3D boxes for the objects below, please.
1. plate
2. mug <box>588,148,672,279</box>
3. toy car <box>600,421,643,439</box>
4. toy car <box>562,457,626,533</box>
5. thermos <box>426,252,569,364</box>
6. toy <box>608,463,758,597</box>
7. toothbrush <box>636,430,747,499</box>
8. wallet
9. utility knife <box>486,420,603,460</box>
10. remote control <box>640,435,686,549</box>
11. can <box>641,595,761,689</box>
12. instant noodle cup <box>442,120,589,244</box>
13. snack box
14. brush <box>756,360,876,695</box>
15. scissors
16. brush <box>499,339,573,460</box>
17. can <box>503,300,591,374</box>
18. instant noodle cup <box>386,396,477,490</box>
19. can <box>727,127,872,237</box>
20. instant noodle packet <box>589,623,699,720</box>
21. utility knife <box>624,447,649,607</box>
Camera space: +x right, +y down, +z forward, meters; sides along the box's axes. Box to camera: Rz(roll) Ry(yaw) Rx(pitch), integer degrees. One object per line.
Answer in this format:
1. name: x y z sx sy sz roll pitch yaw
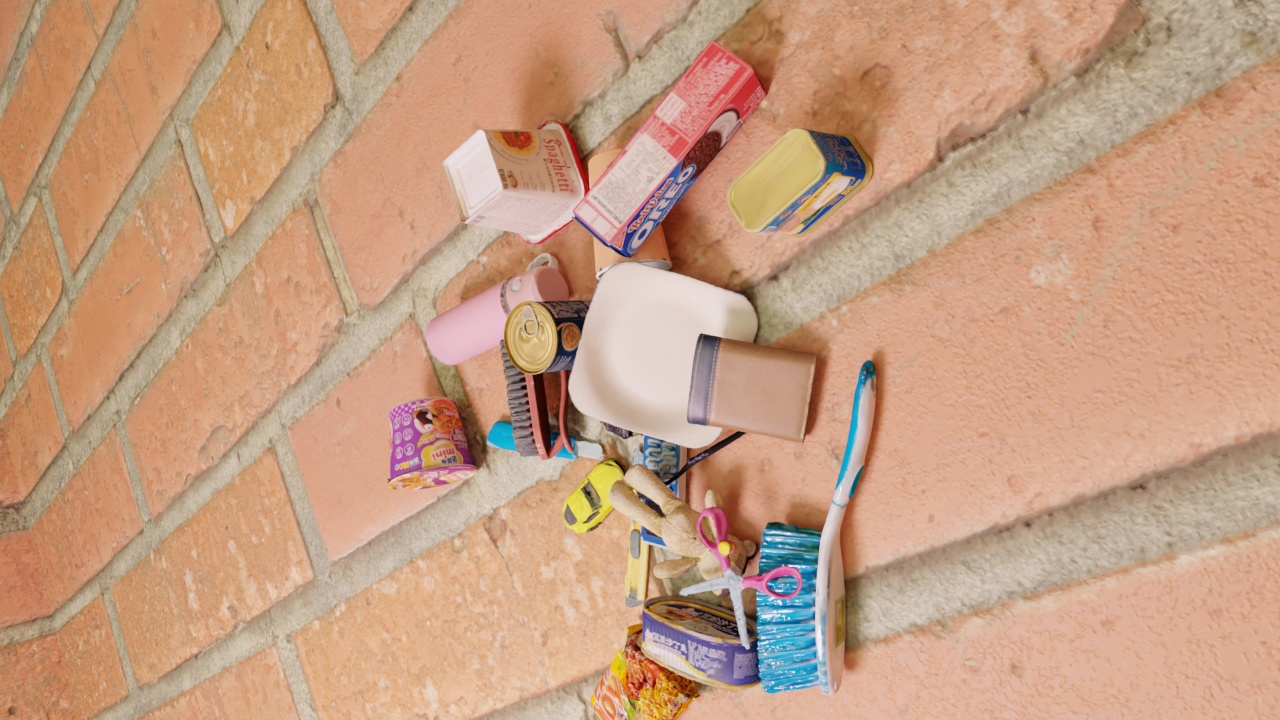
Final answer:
1. plate: 0.021 -0.007 0.907 0.164 0.034 0.164 18 100 -1
2. mug: -0.016 -0.149 0.938 0.078 0.078 0.122 -16 80 40
3. toy car: -0.006 0.006 0.964 0.070 0.042 0.158 24 107 34
4. toy car: -0.053 0.153 1.027 0.105 0.032 0.048 -48 65 31
5. thermos: -0.168 -0.062 1.081 0.199 0.067 0.087 -23 51 39
6. toy: 0.039 0.165 0.912 0.157 0.066 0.105 37 82 6
7. toothbrush: 0.066 0.090 0.912 0.189 0.014 0.017 -35 104 25
8. wallet: 0.104 0.026 0.861 0.115 0.033 0.090 10 104 17
9. utility knife: -0.113 0.097 1.079 0.182 0.018 0.034 6 82 38
10. remote control: 0.026 0.137 0.965 0.049 0.024 0.125 8 99 39
11. can: 0.060 0.279 0.917 0.148 0.074 0.049 5 97 50
12. instant noodle cup: -0.136 -0.195 0.995 0.117 0.124 0.116 -27 78 38
13. snack box: 0.026 -0.194 0.859 0.058 0.057 0.207 44 99 21
14. brush: 0.163 0.156 0.840 0.110 0.060 0.314 1 93 34
15. scissors: 0.089 0.200 0.850 0.134 0.017 0.133 -16 81 32
16. brush: -0.114 0.040 1.042 0.069 0.063 0.145 -10 81 5
17. can: -0.080 -0.027 0.978 0.075 0.111 0.075 4 97 38
18. instant noodle cup: -0.268 0.103 1.157 0.112 0.111 0.099 -24 72 39
19. can: 0.137 -0.154 0.800 0.102 0.083 0.057 -40 70 35
20. instant noodle packet: -0.002 0.367 1.003 0.111 0.044 0.129 45 121 31
21. utility knife: -0.002 0.186 1.004 0.031 0.019 0.183 8 96 33
